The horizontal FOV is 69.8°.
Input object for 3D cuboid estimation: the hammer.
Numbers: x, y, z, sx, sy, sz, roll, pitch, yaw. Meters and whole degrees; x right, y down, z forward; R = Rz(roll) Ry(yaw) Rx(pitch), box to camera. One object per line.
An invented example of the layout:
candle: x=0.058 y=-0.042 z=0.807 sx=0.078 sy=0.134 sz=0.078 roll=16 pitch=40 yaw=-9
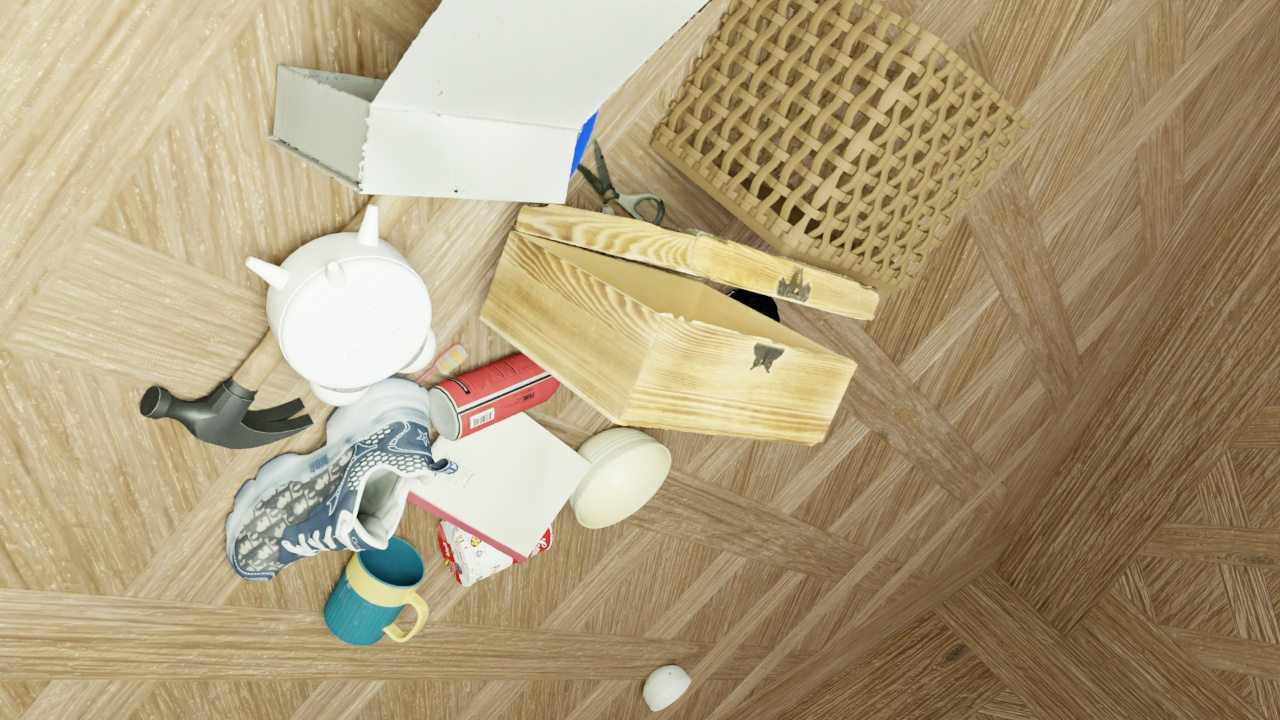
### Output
hammer: x=-0.282 y=-0.048 z=0.795 sx=0.305 sy=0.040 sz=0.132 roll=-49 pitch=143 yaw=7

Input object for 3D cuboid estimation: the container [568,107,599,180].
container: x=-0.097 y=-0.203 z=0.791 sx=0.096 sy=0.058 sz=0.114 roll=-3 pitch=130 yaw=-45

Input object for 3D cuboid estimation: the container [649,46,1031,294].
container: x=0.199 y=-0.229 z=0.923 sx=0.251 sy=0.219 sz=0.214 roll=8 pitch=122 yaw=-50

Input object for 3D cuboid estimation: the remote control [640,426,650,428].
remote control: x=0.042 y=0.046 z=1.258 sx=0.124 sy=0.009 sz=0.046 roll=-51 pitch=146 yaw=12

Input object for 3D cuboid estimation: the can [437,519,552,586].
can: x=-0.182 y=0.219 z=1.148 sx=0.116 sy=0.086 sz=0.087 roll=-20 pitch=140 yaw=-32

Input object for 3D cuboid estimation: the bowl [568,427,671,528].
bowl: x=-0.041 y=0.144 z=1.221 sx=0.150 sy=0.075 sz=0.151 roll=-28 pitch=144 yaw=-23

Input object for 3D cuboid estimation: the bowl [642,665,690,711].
bowl: x=0.050 y=0.687 z=1.941 sx=0.104 sy=0.054 sz=0.105 roll=-29 pitch=146 yaw=-22

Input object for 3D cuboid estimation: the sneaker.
sneaker: x=-0.294 y=0.146 z=0.899 sx=0.269 sy=0.132 sz=0.103 roll=-42 pitch=147 yaw=8

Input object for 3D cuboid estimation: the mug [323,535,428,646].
mug: x=-0.301 y=0.278 z=1.067 sx=0.107 sy=0.113 sz=0.083 roll=-55 pitch=167 yaw=20

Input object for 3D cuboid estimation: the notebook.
notebook: x=-0.161 y=0.135 z=1.064 sx=0.153 sy=0.012 sz=0.208 roll=-55 pitch=132 yaw=-9

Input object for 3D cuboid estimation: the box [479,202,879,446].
box: x=0.034 y=-0.046 z=0.866 sx=0.278 sy=0.245 sz=0.168 roll=8 pitch=105 yaw=-44

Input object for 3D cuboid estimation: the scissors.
scissors: x=-0.023 y=-0.166 z=0.952 sx=0.154 sy=0.012 sz=0.163 roll=-18 pitch=138 yaw=-34

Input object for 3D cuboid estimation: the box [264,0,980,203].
box: x=-0.058 y=-0.166 z=0.557 sx=0.166 sy=0.480 sz=0.119 roll=-7 pitch=95 yaw=-43

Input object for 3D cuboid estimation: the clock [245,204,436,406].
clock: x=-0.237 y=-0.034 z=0.761 sx=0.125 sy=0.073 sz=0.161 roll=-28 pitch=138 yaw=-17

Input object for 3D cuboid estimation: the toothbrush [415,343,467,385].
toothbrush: x=-0.253 y=0.047 z=0.948 sx=0.184 sy=0.015 sz=0.015 roll=-40 pitch=144 yaw=-1

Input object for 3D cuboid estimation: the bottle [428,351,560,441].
bottle: x=-0.141 y=0.028 z=0.993 sx=0.176 sy=0.062 sz=0.062 roll=-24 pitch=143 yaw=-38

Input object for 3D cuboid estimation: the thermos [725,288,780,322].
thermos: x=0.142 y=-0.016 z=1.224 sx=0.086 sy=0.086 sz=0.199 roll=-31 pitch=145 yaw=-18
